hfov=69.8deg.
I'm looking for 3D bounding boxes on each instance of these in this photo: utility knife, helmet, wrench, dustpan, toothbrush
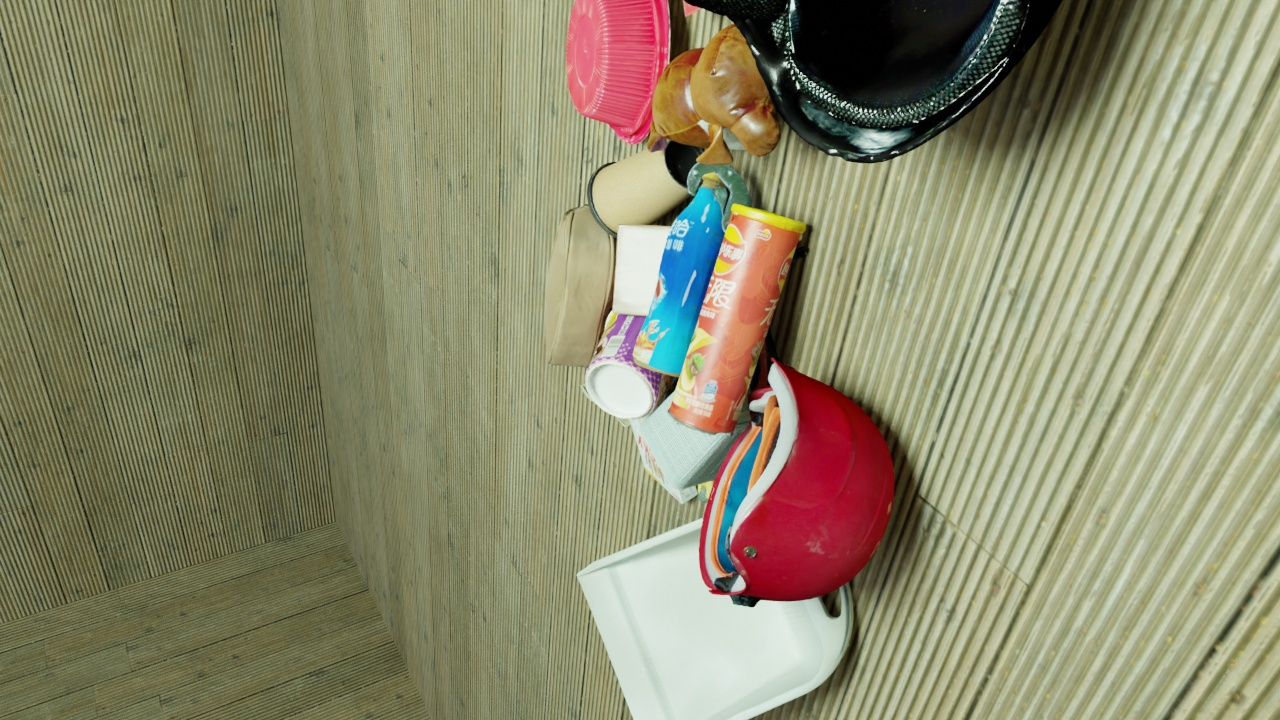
[{"bbox_3d":[0.081,0.087,1.084,0.031,0.020,0.197,28,122,45],"label":"utility knife"},{"bbox_3d":[0.159,-0.272,0.566,0.234,0.229,0.275,14,123,50],"label":"helmet"},{"bbox_3d":[0.105,-0.069,0.917,0.016,0.056,0.273,-102,-4,-74],"label":"wrench"},{"bbox_3d":[0.145,0.130,0.842,0.241,0.144,0.206,109,177,-60],"label":"helmet"},{"bbox_3d":[0.086,0.273,0.979,0.143,0.257,0.222,90,157,-73],"label":"dustpan"},{"bbox_3d":[0.114,-0.084,0.948,0.190,0.016,0.014,-26,74,57],"label":"toothbrush"}]

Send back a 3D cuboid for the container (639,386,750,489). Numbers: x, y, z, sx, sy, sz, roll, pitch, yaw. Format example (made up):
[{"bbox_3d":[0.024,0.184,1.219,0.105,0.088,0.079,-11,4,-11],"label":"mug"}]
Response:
[{"bbox_3d":[0.073,0.069,0.998,0.090,0.090,0.112,60,137,23],"label":"container"}]

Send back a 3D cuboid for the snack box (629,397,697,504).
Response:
[{"bbox_3d":[0.022,0.097,1.125,0.085,0.026,0.157,37,151,48],"label":"snack box"}]

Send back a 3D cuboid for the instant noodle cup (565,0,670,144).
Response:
[{"bbox_3d":[-0.033,-0.333,0.993,0.194,0.065,0.194,177,90,-68],"label":"instant noodle cup"}]

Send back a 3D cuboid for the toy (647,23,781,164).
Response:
[{"bbox_3d":[0.080,-0.244,0.845,0.130,0.140,0.200,41,166,-28],"label":"toy"}]

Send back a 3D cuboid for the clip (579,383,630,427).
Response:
[{"bbox_3d":[-0.046,0.051,1.263,0.092,0.034,0.103,-36,79,55],"label":"clip"}]

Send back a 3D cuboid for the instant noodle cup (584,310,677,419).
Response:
[{"bbox_3d":[-0.006,0.006,1.030,0.112,0.099,0.112,14,134,15],"label":"instant noodle cup"}]

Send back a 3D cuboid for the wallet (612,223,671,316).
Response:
[{"bbox_3d":[0.026,-0.096,0.995,0.115,0.020,0.101,4,95,14],"label":"wallet"}]

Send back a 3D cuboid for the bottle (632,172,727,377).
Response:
[{"bbox_3d":[0.052,-0.093,0.943,0.065,0.065,0.219,24,98,54],"label":"bottle"}]

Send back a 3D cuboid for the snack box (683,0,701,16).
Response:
[{"bbox_3d":[0.080,-0.392,0.830,0.113,0.044,0.127,5,106,59],"label":"snack box"}]

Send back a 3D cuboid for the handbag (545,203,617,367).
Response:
[{"bbox_3d":[-0.071,-0.091,1.172,0.205,0.099,0.147,107,164,-44],"label":"handbag"}]

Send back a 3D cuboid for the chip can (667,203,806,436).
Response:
[{"bbox_3d":[0.089,-0.038,0.878,0.073,0.073,0.217,34,111,50],"label":"chip can"}]

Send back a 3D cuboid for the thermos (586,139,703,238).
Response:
[{"bbox_3d":[0.008,-0.192,1.010,0.144,0.092,0.093,-18,87,52],"label":"thermos"}]
